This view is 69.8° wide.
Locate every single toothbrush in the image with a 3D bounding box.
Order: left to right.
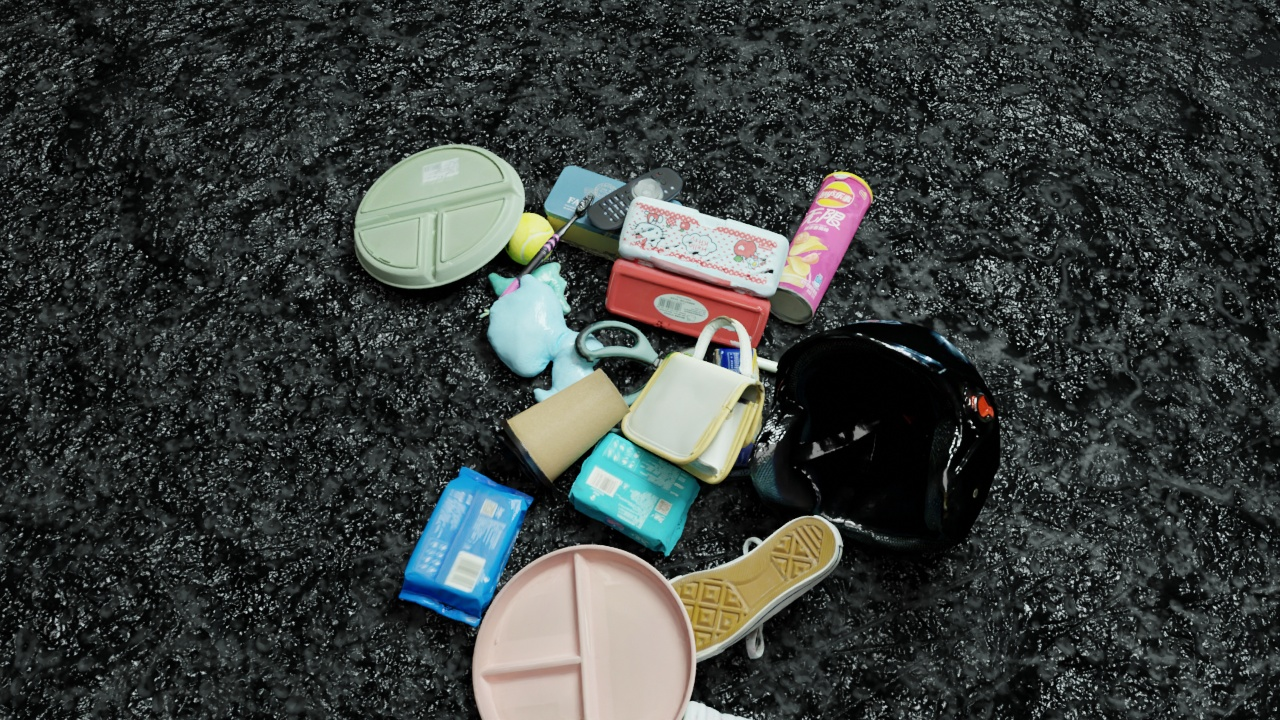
[{"bbox_3d":[-0.118,-0.137,1.136,0.014,0.018,0.189,39,82,4],"label":"toothbrush"},{"bbox_3d":[0.218,0.026,1.125,0.189,0.020,0.029,17,31,6],"label":"toothbrush"}]

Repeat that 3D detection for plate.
[{"bbox_3d":[-0.260,-0.189,1.164,0.230,0.027,0.229,-6,58,10],"label":"plate"},{"bbox_3d":[-0.056,0.301,0.920,0.230,0.028,0.229,-6,64,11],"label":"plate"}]

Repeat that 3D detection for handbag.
[{"bbox_3d":[0.075,0.036,1.016,0.063,0.163,0.178,36,82,-31],"label":"handbag"}]

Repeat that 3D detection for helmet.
[{"bbox_3d":[0.259,0.070,0.971,0.234,0.275,0.229,3,28,39],"label":"helmet"}]

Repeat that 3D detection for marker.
[{"bbox_3d":[0.129,0.129,1.064,0.124,0.015,0.018,-6,58,-6],"label":"marker"}]

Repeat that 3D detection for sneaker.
[{"bbox_3d":[0.107,0.247,0.960,0.241,0.088,0.118,-32,59,4],"label":"sneaker"}]

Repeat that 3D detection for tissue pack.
[{"bbox_3d":[-0.185,0.197,0.982,0.095,0.052,0.156,20,62,4],"label":"tissue pack"},{"bbox_3d":[-0.006,0.148,1.023,0.133,0.050,0.093,27,61,10],"label":"tissue pack"}]

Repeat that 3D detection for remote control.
[{"bbox_3d":[-0.007,-0.200,1.156,0.136,0.024,0.053,-32,67,-21],"label":"remote control"}]

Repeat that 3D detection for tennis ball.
[{"bbox_3d":[-0.142,-0.154,1.167,0.065,0.066,0.065,2,61,-4],"label":"tennis ball"}]

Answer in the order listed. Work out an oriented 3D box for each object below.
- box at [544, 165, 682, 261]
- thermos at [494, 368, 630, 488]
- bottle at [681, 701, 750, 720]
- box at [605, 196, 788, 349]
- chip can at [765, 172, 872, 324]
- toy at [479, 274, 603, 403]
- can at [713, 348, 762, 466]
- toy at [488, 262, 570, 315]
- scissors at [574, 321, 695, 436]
[{"bbox_3d":[-0.040,-0.185,1.194,0.184,0.063,0.089,19,61,4],"label":"box"},{"bbox_3d":[-0.086,0.074,1.021,0.143,0.093,0.093,-37,70,-7],"label":"thermos"},{"bbox_3d":[0.128,0.393,0.894,0.197,0.068,0.068,17,62,2],"label":"bottle"},{"bbox_3d":[0.066,-0.103,1.117,0.201,0.063,0.160,16,107,3],"label":"box"},{"bbox_3d":[0.231,-0.147,1.189,0.071,0.071,0.210,26,63,9],"label":"chip can"},{"bbox_3d":[-0.120,-0.023,1.105,0.156,0.050,0.161,11,75,-4],"label":"toy"},{"bbox_3d":[0.112,0.054,1.071,0.049,0.075,0.148,1,61,0],"label":"can"},{"bbox_3d":[-0.132,-0.088,1.153,0.091,0.030,0.096,-29,73,-16],"label":"toy"},{"bbox_3d":[-0.006,0.002,1.096,0.176,0.019,0.172,-30,90,-21],"label":"scissors"}]
